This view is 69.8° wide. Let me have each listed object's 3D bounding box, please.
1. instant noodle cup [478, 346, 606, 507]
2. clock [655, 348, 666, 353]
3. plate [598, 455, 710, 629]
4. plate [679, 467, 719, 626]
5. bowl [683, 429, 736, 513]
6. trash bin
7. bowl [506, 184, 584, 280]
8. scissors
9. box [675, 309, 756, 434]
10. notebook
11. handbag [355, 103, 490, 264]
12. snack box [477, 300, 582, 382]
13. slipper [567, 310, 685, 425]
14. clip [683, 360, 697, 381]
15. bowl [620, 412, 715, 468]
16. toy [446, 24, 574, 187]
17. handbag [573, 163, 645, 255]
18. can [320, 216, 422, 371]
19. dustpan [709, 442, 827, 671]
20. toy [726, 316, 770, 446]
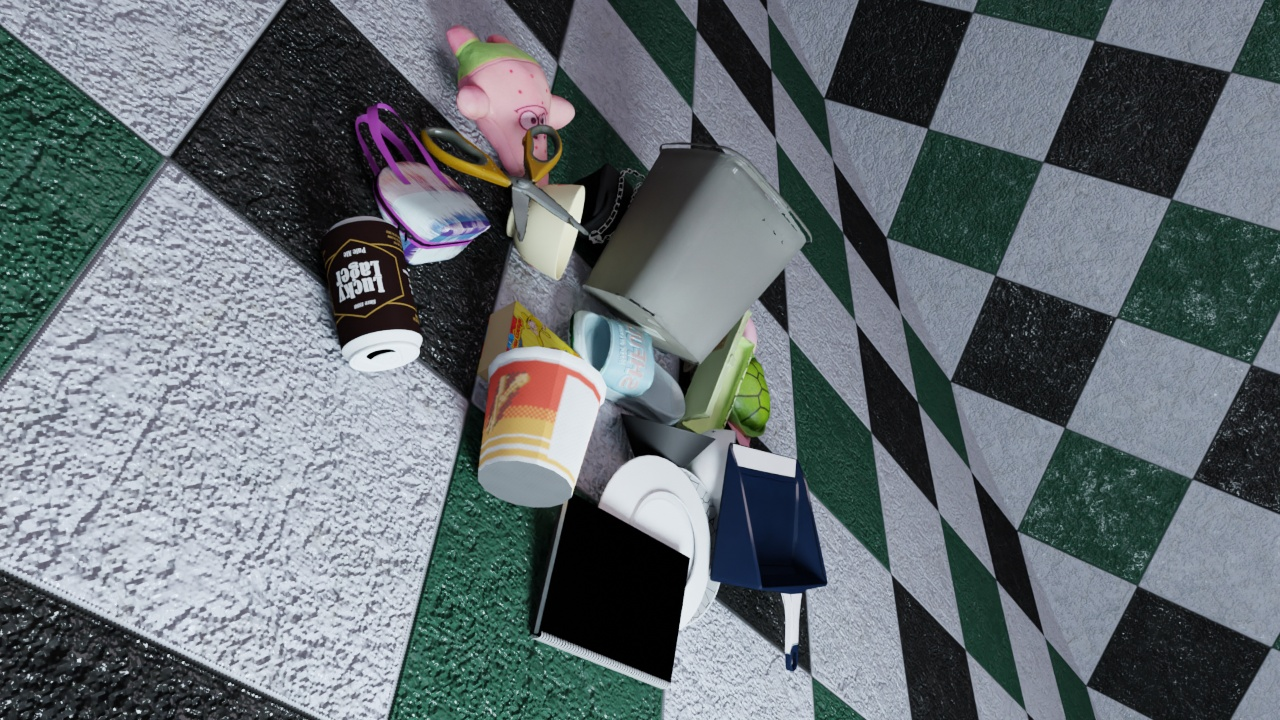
[{"bbox_3d":[-0.104,0.072,0.923,0.123,0.124,0.120,41,44,-37],"label":"instant noodle cup"},{"bbox_3d":[0.035,-0.070,1.340,0.090,0.052,0.129,32,38,-46],"label":"clock"},{"bbox_3d":[0.023,0.213,1.061,0.208,0.015,0.208,16,68,-47],"label":"plate"},{"bbox_3d":[0.038,0.223,1.104,0.188,0.016,0.188,16,68,-47],"label":"plate"},{"bbox_3d":[0.087,0.144,1.216,0.113,0.063,0.113,14,87,-86],"label":"bowl"},{"bbox_3d":[0.063,-0.134,1.196,0.197,0.197,0.220,41,80,-33],"label":"trash bin"},{"bbox_3d":[-0.120,-0.164,1.114,0.074,0.118,0.117,16,37,2],"label":"bowl"},{"bbox_3d":[-0.138,-0.218,1.055,0.225,0.016,0.224,35,44,7],"label":"scissors"},{"bbox_3d":[0.119,0.029,1.310,0.083,0.092,0.187,42,58,-28],"label":"box"},{"bbox_3d":[-0.024,0.247,0.971,0.206,0.016,0.148,36,54,-39],"label":"notebook"},{"bbox_3d":[-0.241,-0.191,0.964,0.170,0.068,0.144,59,26,3],"label":"handbag"},{"bbox_3d":[-0.117,0.009,1.024,0.126,0.040,0.088,43,35,-35],"label":"snack box"},{"bbox_3d":[-0.007,0.007,1.180,0.245,0.074,0.103,36,38,-44],"label":"slipper"},{"bbox_3d":[0.084,0.010,1.385,0.045,0.024,0.062,59,25,-10],"label":"clip"},{"bbox_3d":[0.028,0.107,1.153,0.124,0.124,0.052,20,84,-53],"label":"bowl"},{"bbox_3d":[-0.162,-0.310,1.155,0.191,0.097,0.236,-15,87,-50],"label":"toy"},{"bbox_3d":[-0.015,-0.190,1.284,0.153,0.115,0.124,47,37,-35],"label":"handbag"},{"bbox_3d":[-0.244,-0.061,0.832,0.071,0.072,0.128,11,59,-57],"label":"can"},{"bbox_3d":[0.182,0.259,1.202,0.236,0.080,0.273,19,78,-57],"label":"dustpan"},{"bbox_3d":[0.151,0.036,1.412,0.190,0.088,0.237,34,46,-52],"label":"toy"}]
